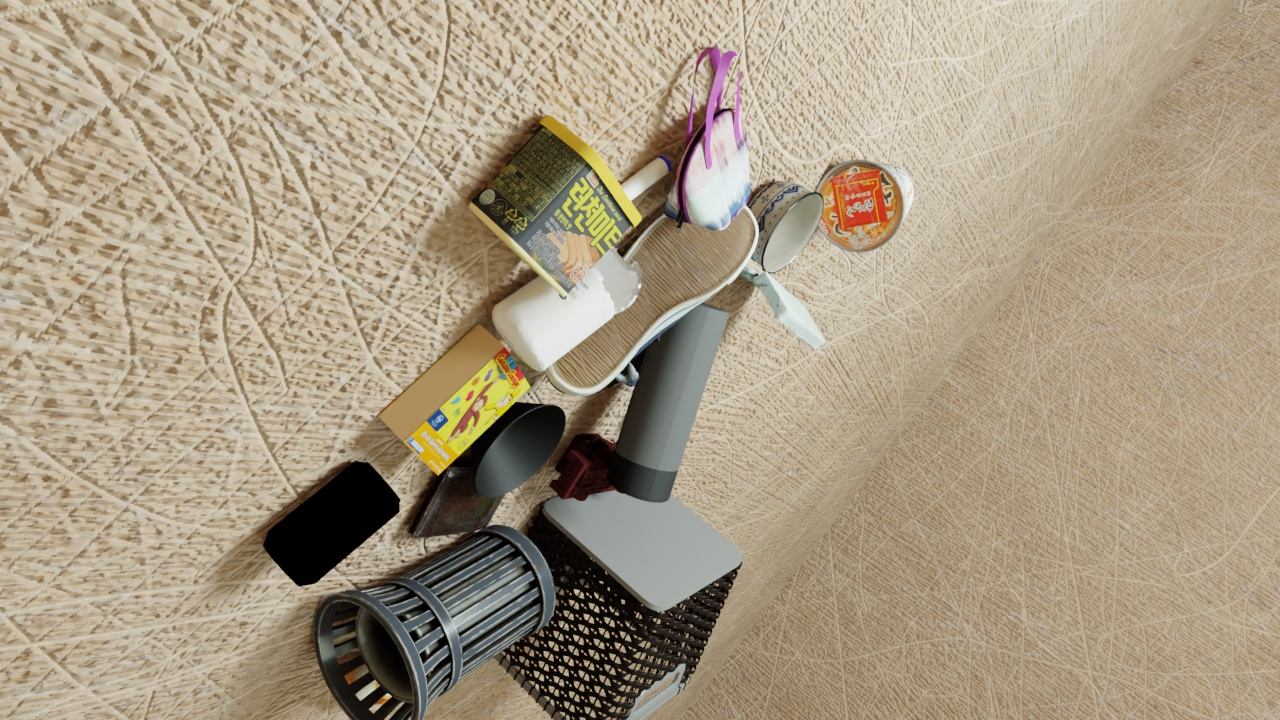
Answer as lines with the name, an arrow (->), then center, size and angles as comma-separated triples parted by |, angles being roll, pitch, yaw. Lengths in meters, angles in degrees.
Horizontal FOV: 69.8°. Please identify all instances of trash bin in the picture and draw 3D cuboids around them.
trash bin -> -0.217, 0.288, 1.025 | 0.226, 0.164, 0.165 | -22, 143, -51

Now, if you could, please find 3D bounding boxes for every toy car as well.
toy car -> -0.056, 0.136, 1.190 | 0.070, 0.062, 0.169 | -58, 154, 15

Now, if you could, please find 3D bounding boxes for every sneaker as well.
sneaker -> 0.009, -0.064, 1.010 | 0.294, 0.120, 0.127 | -43, -177, -14

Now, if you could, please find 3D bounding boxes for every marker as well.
marker -> -0.027, -0.154, 0.893 | 0.141, 0.020, 0.020 | -40, 153, -20

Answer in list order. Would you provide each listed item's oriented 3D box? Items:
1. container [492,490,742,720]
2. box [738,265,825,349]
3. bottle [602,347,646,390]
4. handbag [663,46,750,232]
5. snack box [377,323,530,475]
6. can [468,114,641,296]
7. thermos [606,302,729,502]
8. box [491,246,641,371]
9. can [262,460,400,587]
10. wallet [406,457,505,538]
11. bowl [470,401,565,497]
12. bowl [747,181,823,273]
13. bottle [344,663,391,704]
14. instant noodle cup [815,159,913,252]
container -> -0.036, 0.331, 1.283 | 0.246, 0.245, 0.244 | -13, 133, -52
box -> 0.173, -0.083, 1.178 | 0.043, 0.136, 0.197 | -44, 156, 10
bottle -> -0.007, 0.007, 1.137 | 0.105, 0.025, 0.025 | -36, 151, -29
handbag -> 0.071, -0.223, 0.909 | 0.144, 0.068, 0.170 | -50, 152, -41
snack box -> -0.176, 0.039, 0.883 | 0.125, 0.040, 0.088 | -44, 154, -12
can -> -0.072, -0.129, 0.792 | 0.101, 0.072, 0.131 | -47, 155, -1
thermos -> 0.031, 0.044, 1.108 | 0.082, 0.082, 0.240 | 3, 106, -60
box -> -0.065, -0.059, 0.888 | 0.160, 0.081, 0.092 | -37, 167, -16
can -> -0.279, 0.148, 0.835 | 0.114, 0.063, 0.063 | -41, 153, -19
wallet -> -0.195, 0.150, 1.022 | 0.119, 0.031, 0.099 | 4, 120, -57
bowl -> -0.143, 0.082, 0.981 | 0.123, 0.052, 0.124 | -38, 152, -25
bowl -> 0.167, -0.172, 1.139 | 0.115, 0.059, 0.116 | -38, 152, -25
bottle -> -0.316, 0.377, 1.090 | 0.063, 0.063, 0.108 | -54, 155, 7
instant noodle cup -> 0.319, -0.222, 1.269 | 0.121, 0.123, 0.124 | -30, 149, -54
